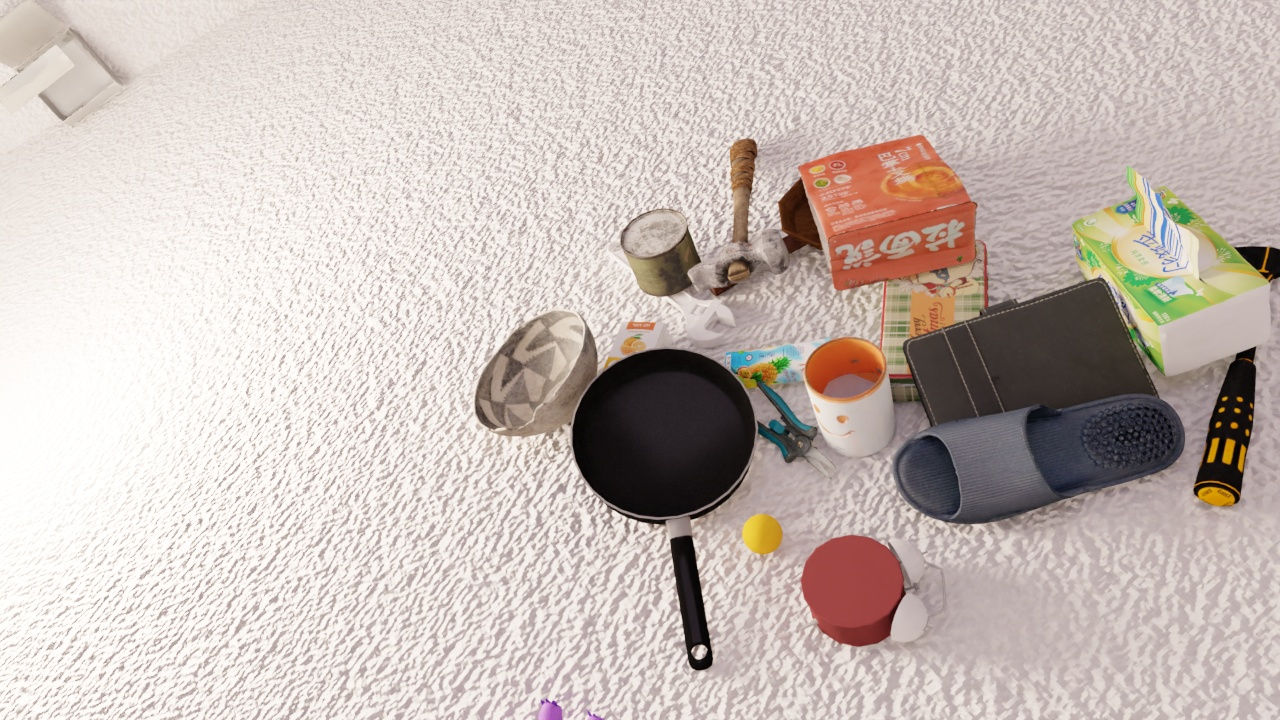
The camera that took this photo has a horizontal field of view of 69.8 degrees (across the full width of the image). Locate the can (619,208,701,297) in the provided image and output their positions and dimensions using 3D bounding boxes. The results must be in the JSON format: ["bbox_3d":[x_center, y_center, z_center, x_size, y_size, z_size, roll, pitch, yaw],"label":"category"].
[{"bbox_3d":[0.027,-0.139,1.184,0.090,0.075,0.089,-12,47,13],"label":"can"}]

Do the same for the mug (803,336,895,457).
[{"bbox_3d":[0.219,0.039,0.951,0.082,0.105,0.082,-12,48,14],"label":"mug"}]

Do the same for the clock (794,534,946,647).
[{"bbox_3d":[0.209,0.213,0.846,0.138,0.048,0.096,-5,50,19],"label":"clock"}]

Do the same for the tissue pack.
[{"bbox_3d":[0.513,-0.105,0.902,0.120,0.141,0.197,-27,37,8],"label":"tissue pack"}]

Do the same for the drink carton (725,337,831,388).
[{"bbox_3d":[0.162,0.005,1.048,0.129,0.044,0.038,-8,49,19],"label":"drink carton"}]

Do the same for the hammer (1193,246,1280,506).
[{"bbox_3d":[0.575,0.004,0.881,0.123,0.036,0.319,12,55,34],"label":"hammer"}]

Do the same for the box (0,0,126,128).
[{"bbox_3d":[-1.421,-0.767,2.049,0.167,0.512,0.173,-41,51,-4],"label":"box"}]

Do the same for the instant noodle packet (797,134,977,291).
[{"bbox_3d":[0.282,-0.197,1.082,0.164,0.084,0.220,-14,43,8],"label":"instant noodle packet"}]

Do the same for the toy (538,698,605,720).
[{"bbox_3d":[-0.067,0.365,0.831,0.106,0.056,0.087,1,55,36],"label":"toy"}]

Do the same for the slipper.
[{"bbox_3d":[0.369,0.089,0.842,0.264,0.082,0.101,-13,80,8],"label":"slipper"}]

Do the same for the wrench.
[{"bbox_3d":[0.032,-0.098,1.210,0.066,0.018,0.273,-37,46,-10],"label":"wrench"}]

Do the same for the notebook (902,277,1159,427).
[{"bbox_3d":[0.384,0.021,0.907,0.209,0.029,0.169,-18,74,4],"label":"notebook"}]

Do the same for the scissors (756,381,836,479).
[{"bbox_3d":[0.155,0.079,1.001,0.144,0.019,0.126,-7,64,35],"label":"scissors"}]

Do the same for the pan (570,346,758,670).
[{"bbox_3d":[0.036,0.147,0.970,0.204,0.044,0.355,-10,61,3],"label":"pan"}]

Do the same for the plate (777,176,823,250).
[{"bbox_3d":[0.236,-0.182,1.138,0.131,0.025,0.131,-7,52,8],"label":"plate"}]

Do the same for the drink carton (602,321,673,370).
[{"bbox_3d":[-0.007,0.007,1.120,0.059,0.040,0.122,3,53,25],"label":"drink carton"}]

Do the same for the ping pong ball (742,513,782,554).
[{"bbox_3d":[0.123,0.174,0.922,0.040,0.040,0.040,-12,48,13],"label":"ping pong ball"}]

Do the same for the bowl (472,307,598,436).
[{"bbox_3d":[-0.114,0.028,1.116,0.179,0.081,0.178,-26,41,24],"label":"bowl"}]

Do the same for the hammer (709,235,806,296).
[{"bbox_3d":[0.220,-0.165,1.179,0.300,0.028,0.111,-29,45,-2],"label":"hammer"}]

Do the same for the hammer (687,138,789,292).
[{"bbox_3d":[0.133,-0.207,1.221,0.122,0.049,0.317,-16,38,21],"label":"hammer"}]

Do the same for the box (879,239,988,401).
[{"bbox_3d":[0.328,-0.048,1.020,0.118,0.050,0.205,-1,52,23],"label":"box"}]
